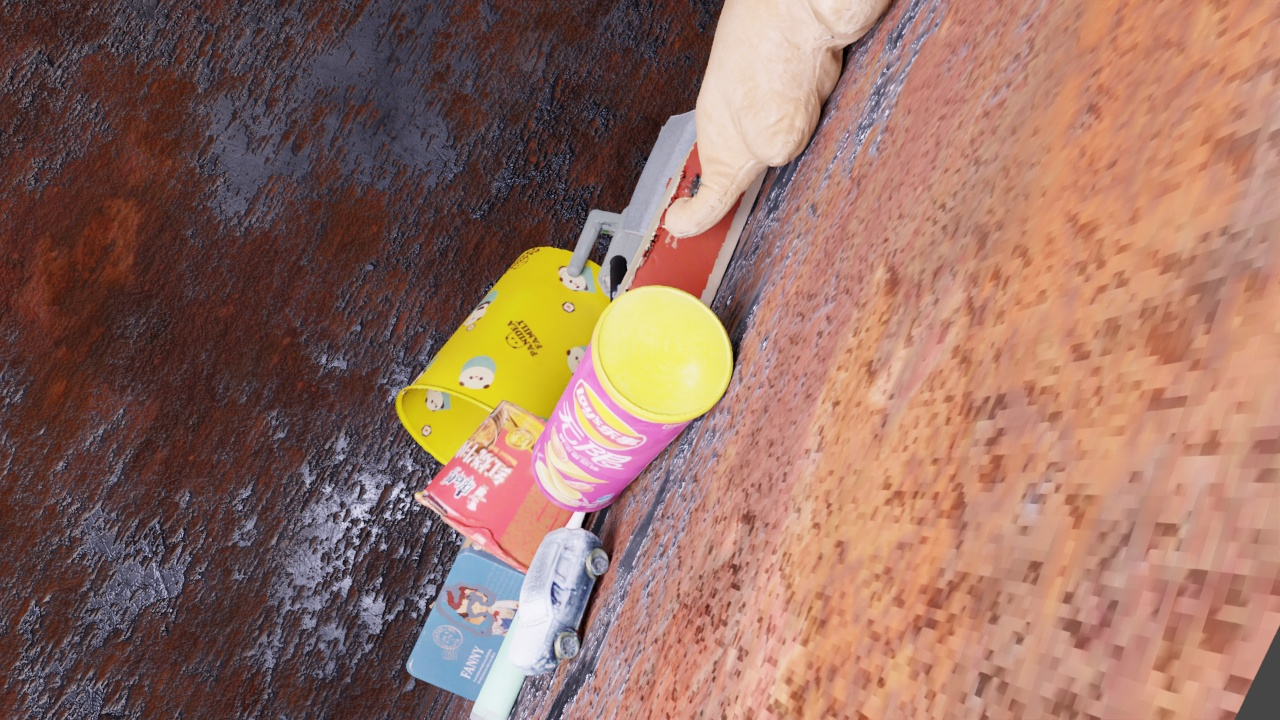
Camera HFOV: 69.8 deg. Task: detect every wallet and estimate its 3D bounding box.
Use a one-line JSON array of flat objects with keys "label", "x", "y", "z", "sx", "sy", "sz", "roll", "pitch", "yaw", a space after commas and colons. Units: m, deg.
[{"label": "wallet", "x": 0.027, "y": -0.181, "z": 0.913, "sx": 0.130, "sy": 0.037, "sz": 0.106, "roll": -65, "pitch": 16, "yaw": 5}]

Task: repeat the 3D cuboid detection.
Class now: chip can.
[{"label": "chip can", "x": -0.015, "y": 0.033, "z": 0.539, "sx": 0.071, "sy": 0.071, "sz": 0.211, "roll": -67, "pitch": 5, "yaw": -26}]

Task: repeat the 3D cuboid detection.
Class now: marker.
[{"label": "marker", "x": -0.019, "y": -0.056, "z": 0.849, "sx": 0.131, "sy": 0.020, "sz": 0.022, "roll": -94, "pitch": 4, "yaw": -54}]

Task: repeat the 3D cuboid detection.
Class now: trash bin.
[{"label": "trash bin", "x": -0.137, "y": 0.012, "z": 1.144, "sx": 0.254, "sy": 0.229, "sz": 0.230, "roll": -60, "pitch": 2, "yaw": -31}]

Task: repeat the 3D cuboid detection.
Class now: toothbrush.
[{"label": "toothbrush", "x": -0.068, "y": 0.167, "z": 0.692, "sx": 0.027, "sy": 0.026, "sz": 0.224, "roll": 1, "pitch": 62, "yaw": 54}]

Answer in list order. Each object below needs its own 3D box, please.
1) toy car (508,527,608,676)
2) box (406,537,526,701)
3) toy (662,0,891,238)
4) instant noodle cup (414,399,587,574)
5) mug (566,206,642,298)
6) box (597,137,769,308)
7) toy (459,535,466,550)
[{"label": "toy car", "x": -0.050, "y": 0.138, "z": 0.533, "sx": 0.043, "sy": 0.034, "sz": 0.090, "roll": -21, "pitch": 36, "yaw": 39}, {"label": "box", "x": -0.154, "y": 0.240, "z": 0.865, "sx": 0.059, "sy": 0.090, "sz": 0.185, "roll": -77, "pitch": 11, "yaw": -65}, {"label": "toy", "x": 0.077, "y": -0.177, "z": 0.564, "sx": 0.143, "sy": 0.082, "sz": 0.227, "roll": -86, "pitch": 19, "yaw": -47}, {"label": "instant noodle cup", "x": -0.098, "y": 0.106, "z": 0.761, "sx": 0.108, "sy": 0.138, "sz": 0.138, "roll": -56, "pitch": 3, "yaw": -12}, {"label": "mug", "x": -0.018, "y": -0.130, "z": 1.111, "sx": 0.084, "sy": 0.124, "sz": 0.103, "roll": 85, "pitch": -160, "yaw": -55}, {"label": "box", "x": 0.027, "y": -0.091, "z": 0.689, "sx": 0.168, "sy": 0.077, "sz": 0.091, "roll": -66, "pitch": 6, "yaw": -20}, {"label": "toy", "x": -0.141, "y": 0.200, "z": 1.003, "sx": 0.357, "sy": 0.091, "sz": 0.137, "roll": -63, "pitch": 33, "yaw": 29}]
